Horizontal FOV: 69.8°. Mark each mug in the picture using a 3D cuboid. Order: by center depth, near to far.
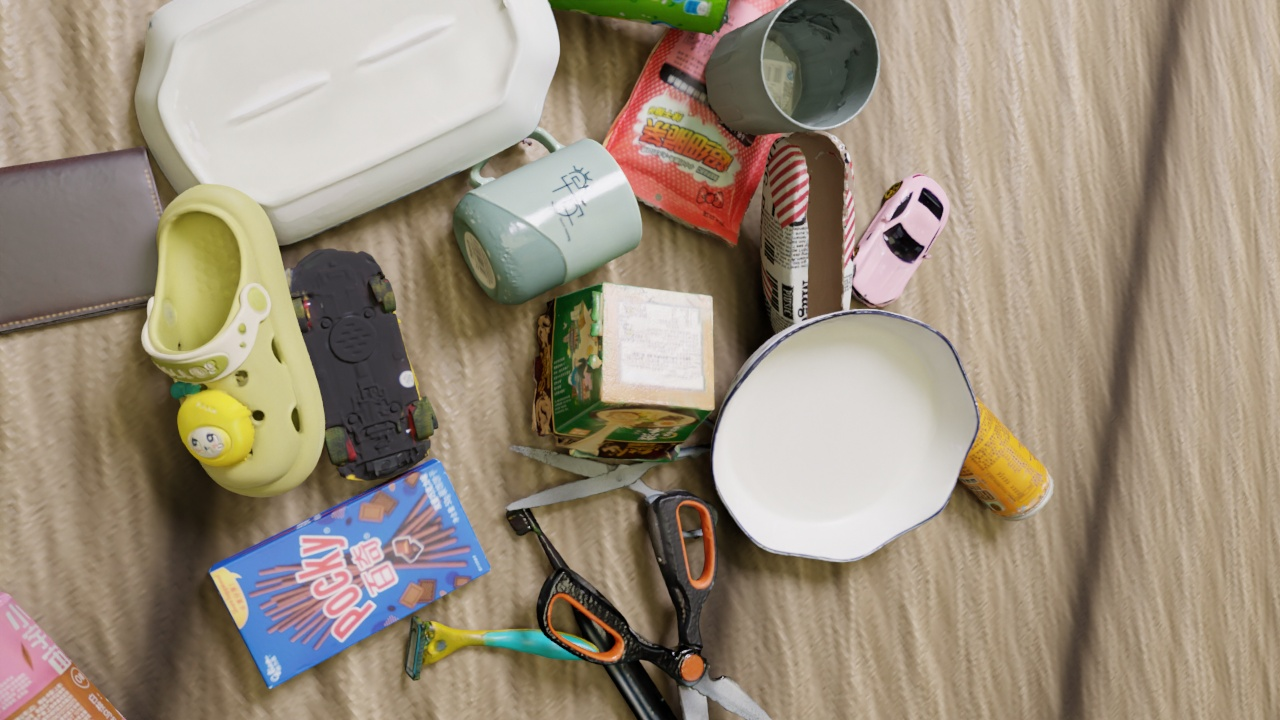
[{"bbox_3d":[0.096,-0.214,0.615,0.083,0.103,0.124,-10,103,-15],"label":"mug"},{"bbox_3d":[-0.072,-0.104,0.624,0.106,0.082,0.111,-29,87,-19],"label":"mug"}]

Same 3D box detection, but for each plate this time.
[{"bbox_3d":[-0.180,-0.176,0.563,0.265,0.034,0.162,-24,106,-2],"label":"plate"},{"bbox_3d":[0.149,0.054,0.688,0.204,0.045,0.205,-4,112,-10],"label":"plate"}]

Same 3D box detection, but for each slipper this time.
[{"bbox_3d":[-0.251,-0.007,0.536,0.092,0.081,0.190,-6,97,18],"label":"slipper"}]

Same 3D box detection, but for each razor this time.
[{"bbox_3d":[-0.094,0.198,0.635,0.132,0.028,0.043,6,100,-16],"label":"razor"}]

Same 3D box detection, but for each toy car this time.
[{"bbox_3d":[-0.182,0.003,0.598,0.071,0.041,0.156,-17,98,-21],"label":"toy car"},{"bbox_3d":[0.214,-0.099,0.757,0.056,0.037,0.122,38,77,-15],"label":"toy car"}]

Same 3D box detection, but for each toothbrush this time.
[{"bbox_3d":[-0.033,0.191,0.662,0.027,0.026,0.212,-32,97,2],"label":"toothbrush"}]

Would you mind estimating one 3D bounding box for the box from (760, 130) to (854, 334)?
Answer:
[{"bbox_3d":[0.108,-0.084,0.675,0.079,0.074,0.164,-28,129,-29],"label":"box"}]

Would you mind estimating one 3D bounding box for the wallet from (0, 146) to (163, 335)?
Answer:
[{"bbox_3d":[-0.349,-0.071,0.549,0.122,0.020,0.096,-15,99,-22],"label":"wallet"}]

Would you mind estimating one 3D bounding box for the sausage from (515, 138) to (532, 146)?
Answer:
[{"bbox_3d":[-0.138,-0.196,0.632,0.156,0.020,0.020,37,77,-17],"label":"sausage"}]

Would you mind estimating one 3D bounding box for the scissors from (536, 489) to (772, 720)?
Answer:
[{"bbox_3d":[0.018,0.204,0.660,0.223,0.022,0.220,9,83,-24],"label":"scissors"}]

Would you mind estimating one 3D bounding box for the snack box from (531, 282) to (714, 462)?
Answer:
[{"bbox_3d":[-0.004,0.004,0.623,0.117,0.106,0.118,5,76,-21],"label":"snack box"}]

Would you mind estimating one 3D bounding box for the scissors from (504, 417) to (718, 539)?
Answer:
[{"bbox_3d":[-0.009,0.085,0.674,0.171,0.014,0.159,-45,106,-18],"label":"scissors"}]

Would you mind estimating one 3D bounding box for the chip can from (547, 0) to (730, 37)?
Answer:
[{"bbox_3d":[-0.055,-0.270,0.610,0.236,0.072,0.072,6,87,-8],"label":"chip can"}]

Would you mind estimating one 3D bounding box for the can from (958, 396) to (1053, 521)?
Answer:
[{"bbox_3d":[0.277,0.069,0.765,0.146,0.058,0.058,42,75,-15],"label":"can"}]

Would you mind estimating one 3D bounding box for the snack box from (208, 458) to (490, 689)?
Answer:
[{"bbox_3d":[-0.187,0.136,0.602,0.157,0.026,0.084,-26,99,-20],"label":"snack box"}]

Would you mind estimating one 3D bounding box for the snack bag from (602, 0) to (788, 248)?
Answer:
[{"bbox_3d":[0.060,-0.203,0.688,0.128,0.073,0.207,28,84,-21],"label":"snack bag"}]

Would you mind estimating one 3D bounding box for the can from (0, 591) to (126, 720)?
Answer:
[{"bbox_3d":[-0.344,0.201,0.523,0.057,0.058,0.147,-39,102,-18],"label":"can"}]
